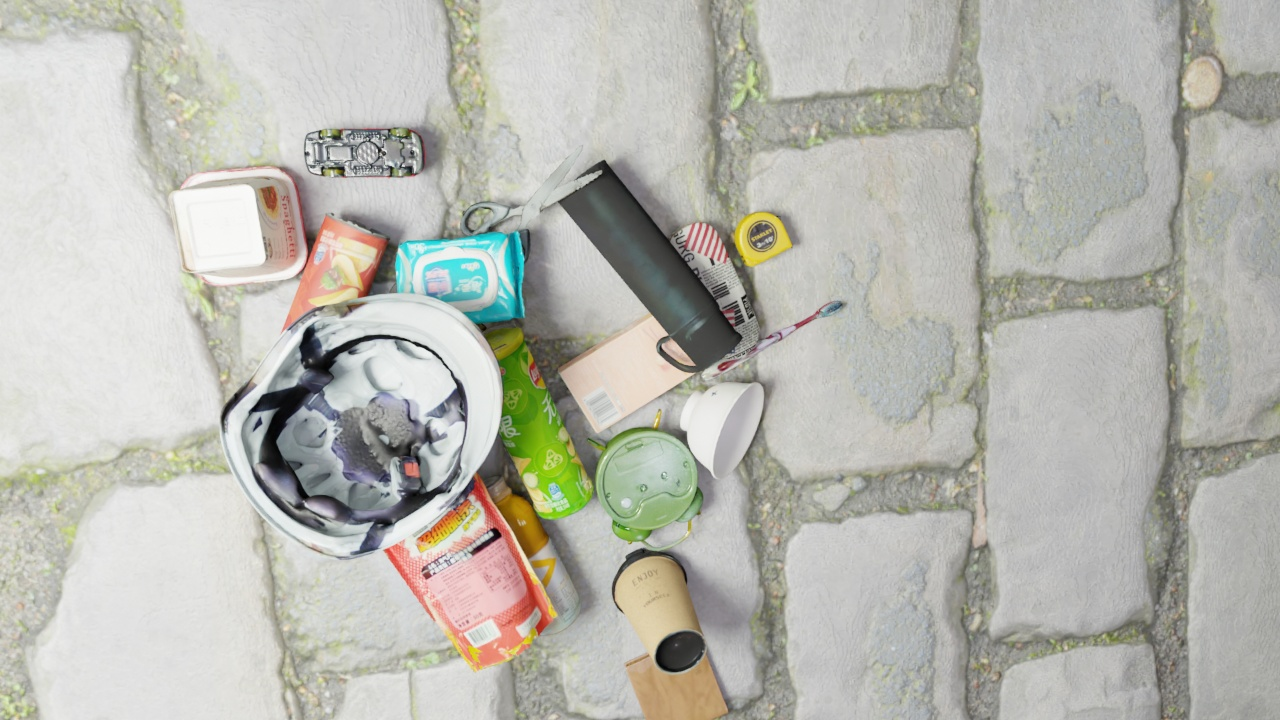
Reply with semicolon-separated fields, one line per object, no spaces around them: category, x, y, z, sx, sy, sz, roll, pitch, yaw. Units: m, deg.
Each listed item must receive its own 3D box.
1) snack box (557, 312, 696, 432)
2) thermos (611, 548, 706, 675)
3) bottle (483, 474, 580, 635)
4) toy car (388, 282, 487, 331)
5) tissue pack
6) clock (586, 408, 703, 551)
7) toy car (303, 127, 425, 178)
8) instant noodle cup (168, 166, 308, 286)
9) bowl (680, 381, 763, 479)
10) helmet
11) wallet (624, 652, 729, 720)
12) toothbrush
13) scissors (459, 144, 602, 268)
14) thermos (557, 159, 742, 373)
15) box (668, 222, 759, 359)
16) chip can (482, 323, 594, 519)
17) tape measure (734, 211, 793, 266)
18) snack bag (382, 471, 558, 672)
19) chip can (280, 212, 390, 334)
snack box;-0.006;0.006;1.045;0.157;0.026;0.084;-31;103;-4
thermos;0.023;0.286;1.048;0.093;0.143;0.093;-6;113;-14
bottle;-0.132;0.219;1.040;0.068;0.068;0.189;-26;103;-5
toy car;-0.218;-0.043;0.995;0.122;0.037;0.056;38;85;-6
tissue pack;-0.185;-0.083;0.953;0.133;0.050;0.093;-7;92;-5
clock;0.010;0.147;1.058;0.116;0.056;0.161;-22;103;-5
toy car;-0.283;-0.215;0.948;0.120;0.045;0.053;0;102;-5
instant noodle cup;-0.399;-0.131;0.902;0.116;0.124;0.116;-8;101;-9
bowl;0.085;0.069;1.046;0.065;0.118;0.118;23;97;26
helmet;-0.254;0.062;0.896;0.229;0.146;0.258;44;80;1
wallet;0.044;0.404;1.130;0.101;0.020;0.115;-22;100;-7
toothbrush;0.155;-0.023;1.073;0.187;0.017;0.016;-28;103;-5
scissors;-0.114;-0.156;0.967;0.165;0.014;0.163;7;119;10
thermos;0.003;-0.093;0.991;0.090;0.068;0.242;-36;94;25
box;0.082;-0.079;1.043;0.068;0.051;0.164;-22;102;8
chip can;-0.119;0.072;0.996;0.072;0.072;0.221;-25;114;-5
tape measure;0.136;-0.140;1.043;0.060;0.029;0.057;-28;104;-4
snack bag;-0.184;0.219;0.972;0.128;0.073;0.208;-33;99;-10
chip can;-0.331;-0.042;0.957;0.073;0.073;0.216;23;95;-13
